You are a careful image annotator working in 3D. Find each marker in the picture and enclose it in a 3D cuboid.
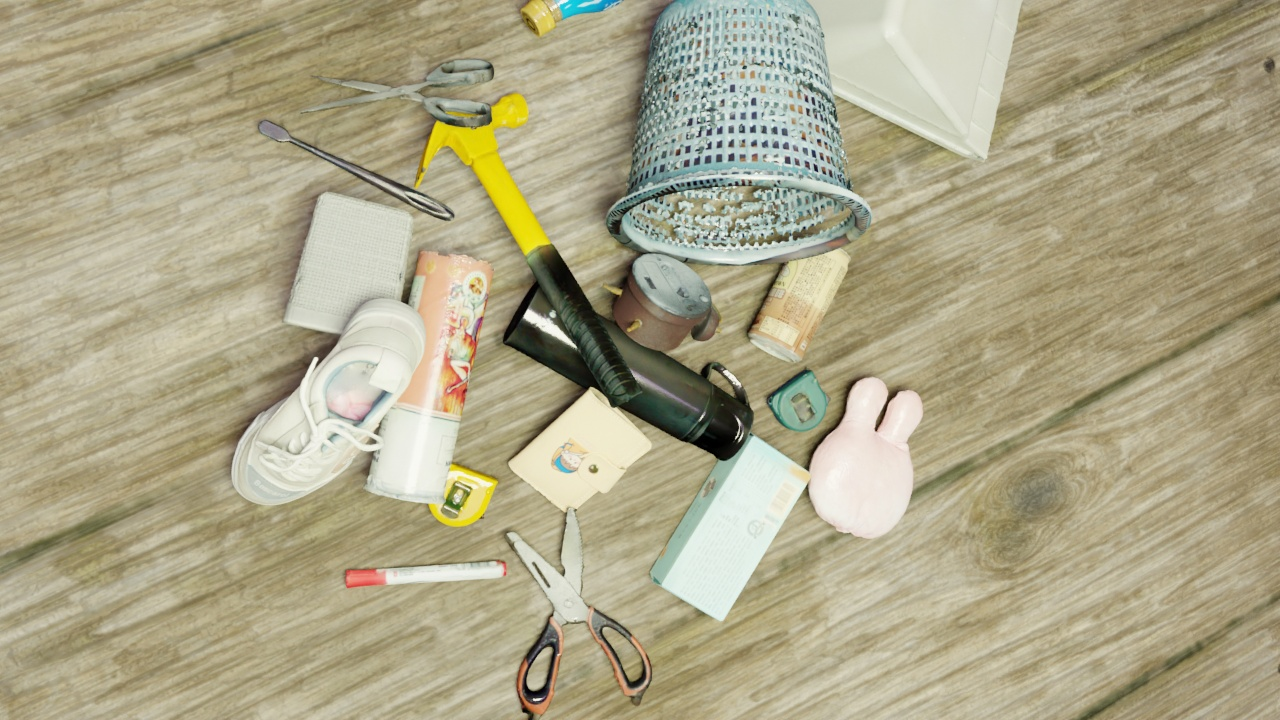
[{"bbox_3d":[-0.198,0.198,0.852,0.145,0.017,0.017,0,94,-14],"label":"marker"}]

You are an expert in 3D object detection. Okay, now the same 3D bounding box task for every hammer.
[{"bbox_3d":[-0.088,-0.093,0.799,0.128,0.033,0.300,-29,86,-32],"label":"hammer"}]

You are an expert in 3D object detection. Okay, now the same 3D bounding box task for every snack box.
[{"bbox_3d":[0.088,0.160,0.901,0.074,0.052,0.174,34,85,-12],"label":"snack box"}]

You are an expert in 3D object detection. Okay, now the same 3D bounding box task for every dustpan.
[{"bbox_3d":[0.246,-0.348,0.914,0.257,0.143,0.222,24,78,-42],"label":"dustpan"}]

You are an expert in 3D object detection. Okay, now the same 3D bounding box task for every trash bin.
[{"bbox_3d":[0.086,-0.207,0.807,0.226,0.227,0.195,4,80,-14],"label":"trash bin"}]

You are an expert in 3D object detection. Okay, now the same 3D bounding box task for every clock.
[{"bbox_3d":[0.029,-0.053,0.854,0.121,0.082,0.055,-1,139,-39],"label":"clock"}]

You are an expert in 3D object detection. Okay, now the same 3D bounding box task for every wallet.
[{"bbox_3d":[-0.054,0.089,0.854,0.087,0.024,0.115,41,110,-17],"label":"wallet"}]

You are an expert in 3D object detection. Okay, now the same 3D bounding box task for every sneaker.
[{"bbox_3d":[-0.256,0.059,0.744,0.089,0.090,0.243,31,119,-29],"label":"sneaker"}]

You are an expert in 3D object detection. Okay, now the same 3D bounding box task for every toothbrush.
[{"bbox_3d":[-0.250,-0.167,0.818,0.181,0.018,0.015,24,82,-16],"label":"toothbrush"}]

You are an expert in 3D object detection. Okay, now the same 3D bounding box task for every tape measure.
[{"bbox_3d":[-0.168,0.125,0.848,0.060,0.029,0.057,23,89,-14],"label":"tape measure"},{"bbox_3d":[0.161,0.044,0.925,0.058,0.025,0.054,-34,100,-9],"label":"tape measure"}]

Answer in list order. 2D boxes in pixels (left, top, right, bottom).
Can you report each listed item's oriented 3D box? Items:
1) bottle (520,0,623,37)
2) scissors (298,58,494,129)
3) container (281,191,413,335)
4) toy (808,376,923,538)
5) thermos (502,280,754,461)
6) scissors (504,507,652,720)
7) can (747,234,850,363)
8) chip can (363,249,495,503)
[{"bbox_3d":[-0.015,-0.370,0.834,0.218,0.065,0.065,-39,101,-9],"label":"bottle"},{"bbox_3d":[-0.201,-0.230,0.794,0.180,0.159,0.014,-33,144,-30],"label":"scissors"},{"bbox_3d":[-0.245,-0.077,0.788,0.090,0.090,0.114,12,87,-15],"label":"container"},{"bbox_3d":[0.233,0.100,0.931,0.121,0.054,0.159,20,89,-21],"label":"toy"},{"bbox_3d":[-0.005,0.005,0.869,0.242,0.069,0.089,30,54,-16],"label":"thermos"},{"bbox_3d":[-0.064,0.254,0.883,0.189,0.015,0.227,20,93,-16],"label":"scissors"},{"bbox_3d":[0.156,-0.060,0.900,0.058,0.058,0.116,29,87,-14],"label":"can"},{"bbox_3d":[-0.185,0.013,0.808,0.071,0.071,0.214,12,86,-14],"label":"chip can"}]
